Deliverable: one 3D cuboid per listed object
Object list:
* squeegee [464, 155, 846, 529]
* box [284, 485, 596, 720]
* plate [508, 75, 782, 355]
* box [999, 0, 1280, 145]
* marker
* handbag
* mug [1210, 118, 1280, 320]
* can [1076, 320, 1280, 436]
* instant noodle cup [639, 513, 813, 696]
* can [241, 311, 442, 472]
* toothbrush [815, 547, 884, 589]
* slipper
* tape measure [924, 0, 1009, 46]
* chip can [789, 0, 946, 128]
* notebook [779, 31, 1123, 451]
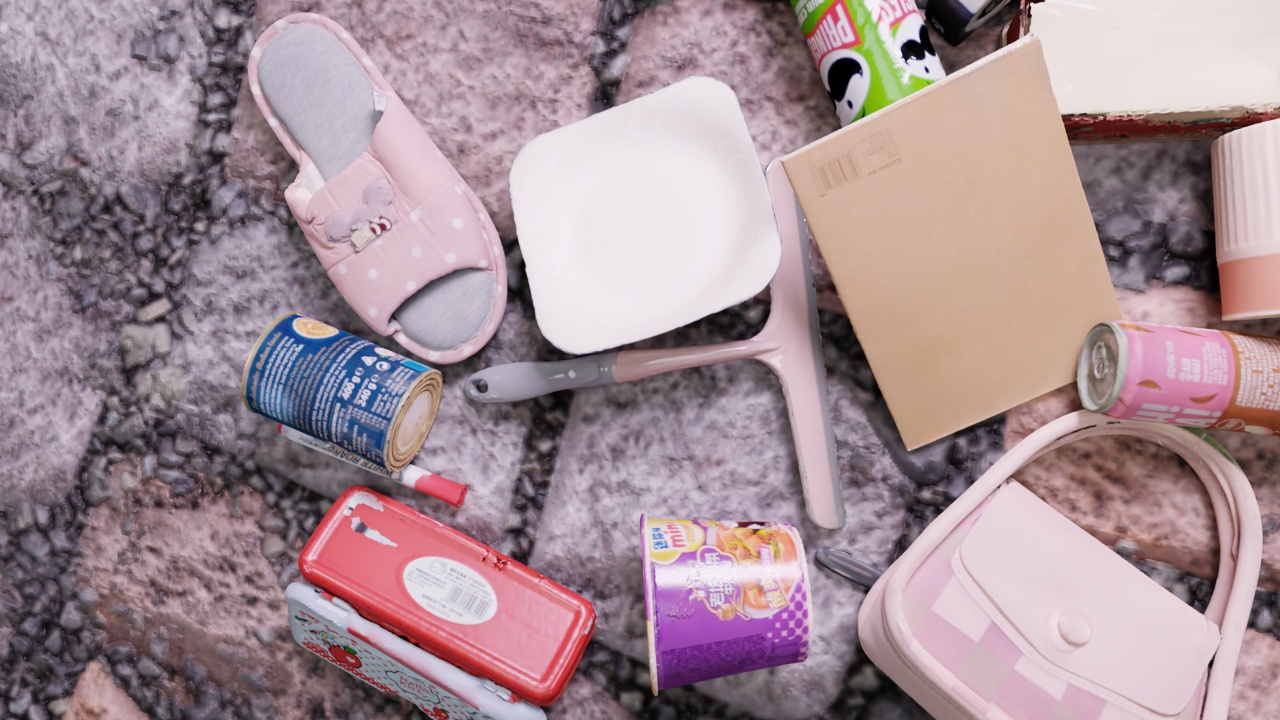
[{"bbox_3d":[-0.004,0.004,0.607,0.250,0.040,0.247,-8,90,11],"label":"squeegee"},{"bbox_3d":[-0.140,0.185,0.634,0.201,0.098,0.118,24,63,10],"label":"box"},{"bbox_3d":[0.002,-0.090,0.591,0.164,0.034,0.163,-18,71,12],"label":"plate"},{"bbox_3d":[0.304,-0.175,0.532,0.168,0.076,0.091,-1,90,10],"label":"box"},{"bbox_3d":[-0.191,0.071,0.651,0.145,0.017,0.017,20,94,9],"label":"marker"},{"bbox_3d":[0.263,0.132,0.541,0.193,0.093,0.234,38,79,12],"label":"handbag"},{"bbox_3d":[0.387,-0.080,0.523,0.114,0.082,0.106,-4,88,-17],"label":"mug"},{"bbox_3d":[0.338,0.012,0.530,0.147,0.058,0.058,6,92,3],"label":"can"},{"bbox_3d":[0.051,0.145,0.569,0.099,0.111,0.111,-6,90,1],"label":"instant noodle cup"},{"bbox_3d":[-0.199,0.021,0.622,0.111,0.075,0.075,22,94,8],"label":"can"},{"bbox_3d":[0.197,0.162,0.587,0.181,0.018,0.016,24,98,10],"label":"toothbrush"},{"bbox_3d":[-0.185,-0.121,0.628,0.114,0.054,0.274,-32,85,8],"label":"slipper"},{"bbox_3d":[0.208,-0.229,0.553,0.066,0.066,0.033,-41,83,8],"label":"tape measure"},{"bbox_3d":[0.126,-0.228,0.565,0.072,0.072,0.236,-22,86,9],"label":"chip can"},{"bbox_3d":[0.191,-0.059,0.542,0.150,0.012,0.211,-25,112,10],"label":"notebook"}]
